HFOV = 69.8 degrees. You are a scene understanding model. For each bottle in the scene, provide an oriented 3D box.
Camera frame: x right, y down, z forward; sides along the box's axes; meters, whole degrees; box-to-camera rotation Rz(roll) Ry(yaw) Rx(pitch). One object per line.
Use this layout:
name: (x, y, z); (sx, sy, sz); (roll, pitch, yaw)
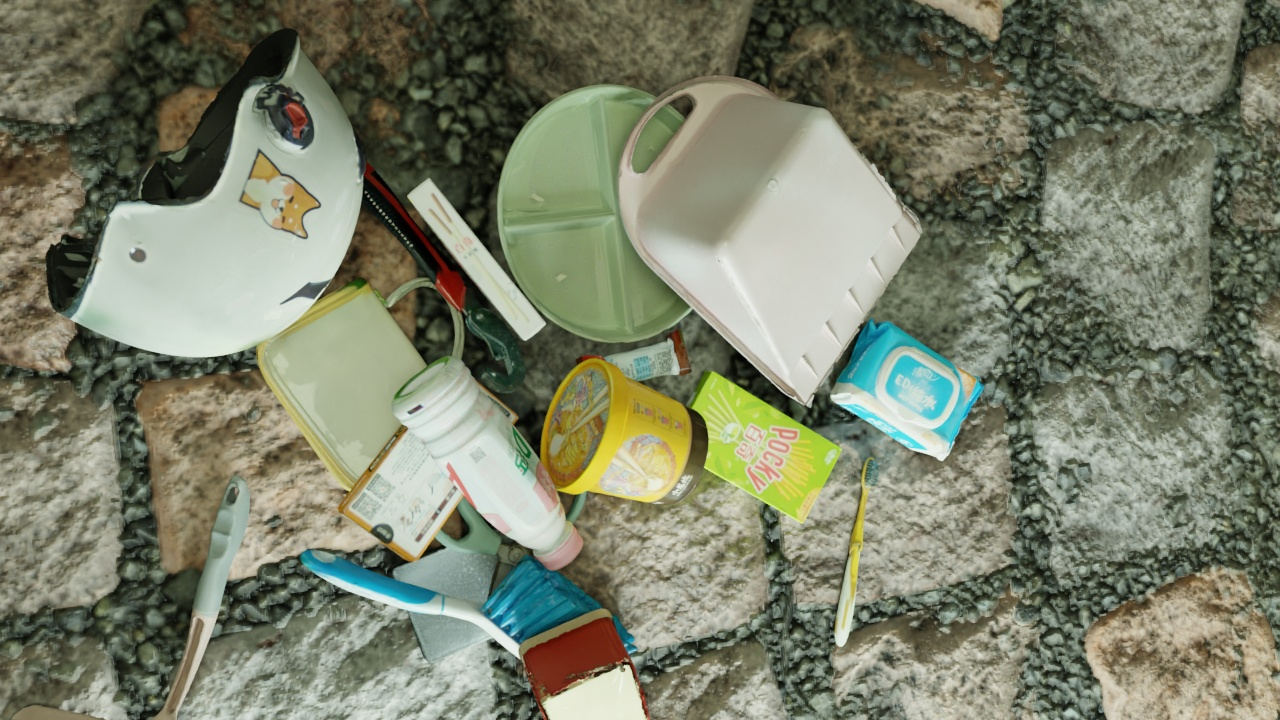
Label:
bottle: (-0.118, 0.090, 0.750); (0.068, 0.068, 0.197); (-38, 108, -10)

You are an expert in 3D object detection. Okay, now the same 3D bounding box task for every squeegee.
squeegee: (-0.375, 0.220, 0.780); (0.248, 0.040, 0.249); (14, 81, 5)

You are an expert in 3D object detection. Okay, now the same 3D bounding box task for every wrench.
wrench: (-0.188, -0.086, 0.813); (0.273, 0.016, 0.056); (53, 37, 1)

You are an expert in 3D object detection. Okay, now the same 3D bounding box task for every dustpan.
dustpan: (0.113, -0.130, 0.858); (0.222, 0.139, 0.273); (-52, 132, -12)

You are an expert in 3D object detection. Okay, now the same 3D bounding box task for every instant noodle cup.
instant noodle cup: (-0.012, 0.071, 0.815); (0.114, 0.119, 0.118); (20, 85, -30)

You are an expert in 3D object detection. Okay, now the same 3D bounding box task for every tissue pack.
tissue pack: (0.263, 0.028, 0.903); (0.140, 0.063, 0.090); (31, 84, -10)

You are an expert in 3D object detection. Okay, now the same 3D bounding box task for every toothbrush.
toothbrush: (0.217, 0.191, 0.916); (0.016, 0.018, 0.191); (11, 88, -10)

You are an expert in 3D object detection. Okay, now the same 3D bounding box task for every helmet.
helmet: (-0.309, -0.110, 0.714); (0.157, 0.231, 0.273); (47, 54, -31)

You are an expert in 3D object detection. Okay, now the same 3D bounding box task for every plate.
plate: (-0.024, -0.131, 0.834); (0.229, 0.027, 0.230); (-3, 96, -28)

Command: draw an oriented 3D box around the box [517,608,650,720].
box: (-0.042, 0.301, 0.789); (0.091, 0.076, 0.168); (-21, 132, -12)

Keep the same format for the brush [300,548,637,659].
brush: (-0.128, 0.204, 0.770); (0.109, 0.060, 0.314); (-43, 126, 0)

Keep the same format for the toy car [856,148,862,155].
toy car: (0.195, -0.166, 0.904); (0.043, 0.034, 0.090); (13, 88, -13)

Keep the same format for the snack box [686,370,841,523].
snack box: (0.111, 0.084, 0.890); (0.156, 0.026, 0.085); (31, 84, -11)

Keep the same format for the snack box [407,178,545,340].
snack box: (-0.142, -0.085, 0.806); (0.027, 0.085, 0.157); (-39, 97, -6)

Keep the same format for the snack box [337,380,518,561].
snack box: (-0.176, 0.085, 0.771); (0.075, 0.026, 0.153); (43, 67, -22)

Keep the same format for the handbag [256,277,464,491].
handbag: (-0.224, 0.010, 0.810); (0.178, 0.063, 0.163); (-37, 98, -25)

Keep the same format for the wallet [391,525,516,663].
wallet: (-0.155, 0.211, 0.838); (0.120, 0.019, 0.097); (-20, 95, -10)

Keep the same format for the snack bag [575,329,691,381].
snack bag: (-0.005, 0.005, 0.865); (0.104, 0.026, 0.048); (-18, 103, -12)

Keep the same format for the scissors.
scissors: (-0.128, 0.133, 0.821); (0.181, 0.019, 0.170); (28, 76, -24)
